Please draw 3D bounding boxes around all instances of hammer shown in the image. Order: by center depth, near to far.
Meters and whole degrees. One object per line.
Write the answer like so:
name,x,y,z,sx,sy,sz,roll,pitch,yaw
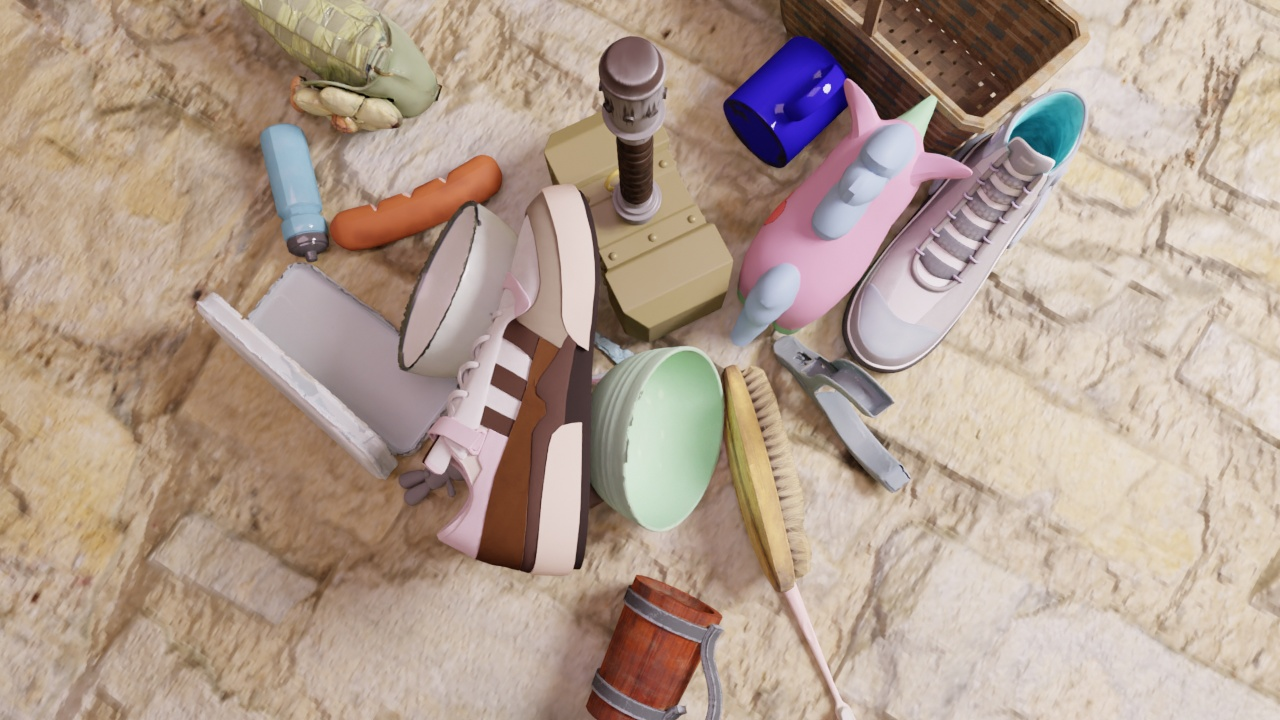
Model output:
hammer,-0.003,-0.142,0.685,0.100,0.325,0.190,-26,81,-4

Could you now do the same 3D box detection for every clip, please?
clip,0.182,0.054,0.774,0.031,0.169,0.164,-35,114,-5

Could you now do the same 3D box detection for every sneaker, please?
sneaker,-0.098,0.009,0.685,0.116,0.112,0.293,4,82,-10
sneaker,0.269,-0.106,0.756,0.093,0.160,0.256,37,82,7

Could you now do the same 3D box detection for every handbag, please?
handbag,-0.280,-0.274,0.835,0.186,0.113,0.117,34,96,10

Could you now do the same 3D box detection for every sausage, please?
sausage,-0.203,-0.141,0.837,0.164,0.039,0.044,-23,75,-2

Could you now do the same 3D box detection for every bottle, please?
bottle,-0.316,-0.151,0.842,0.040,0.040,0.130,-17,80,-1

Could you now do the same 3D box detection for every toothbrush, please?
toothbrush,0.142,0.228,0.776,0.015,0.018,0.181,-22,80,-4

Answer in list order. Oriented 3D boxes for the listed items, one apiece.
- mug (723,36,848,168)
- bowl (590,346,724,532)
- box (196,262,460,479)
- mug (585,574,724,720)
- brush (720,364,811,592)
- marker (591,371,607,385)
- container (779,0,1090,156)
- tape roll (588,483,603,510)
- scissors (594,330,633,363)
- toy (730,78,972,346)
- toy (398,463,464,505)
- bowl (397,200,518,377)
mug,0.136,-0.228,0.806,0.083,0.111,0.079,-44,107,-6
bowl,0.001,0.059,0.752,0.077,0.150,0.150,10,79,33
box,-0.272,0.000,0.784,0.211,0.106,0.129,34,79,7
mug,0.021,0.248,0.735,0.117,0.081,0.111,21,84,41
brush,0.105,0.096,0.777,0.043,0.059,0.195,-9,73,-11
marker,-0.059,0.022,0.814,0.142,0.013,0.012,-13,80,4
container,0.237,-0.309,0.763,0.157,0.186,0.250,-40,76,-12
tape roll,-0.078,0.123,0.761,0.093,0.094,0.030,-26,81,-3
scissors,-0.005,0.005,0.823,0.136,0.015,0.055,36,92,12
toy,0.154,-0.108,0.751,0.120,0.171,0.221,40,74,7
toy,-0.158,0.091,0.802,0.112,0.030,0.049,-26,66,3
bowl,-0.143,-0.051,0.777,0.073,0.154,0.153,23,81,-25
